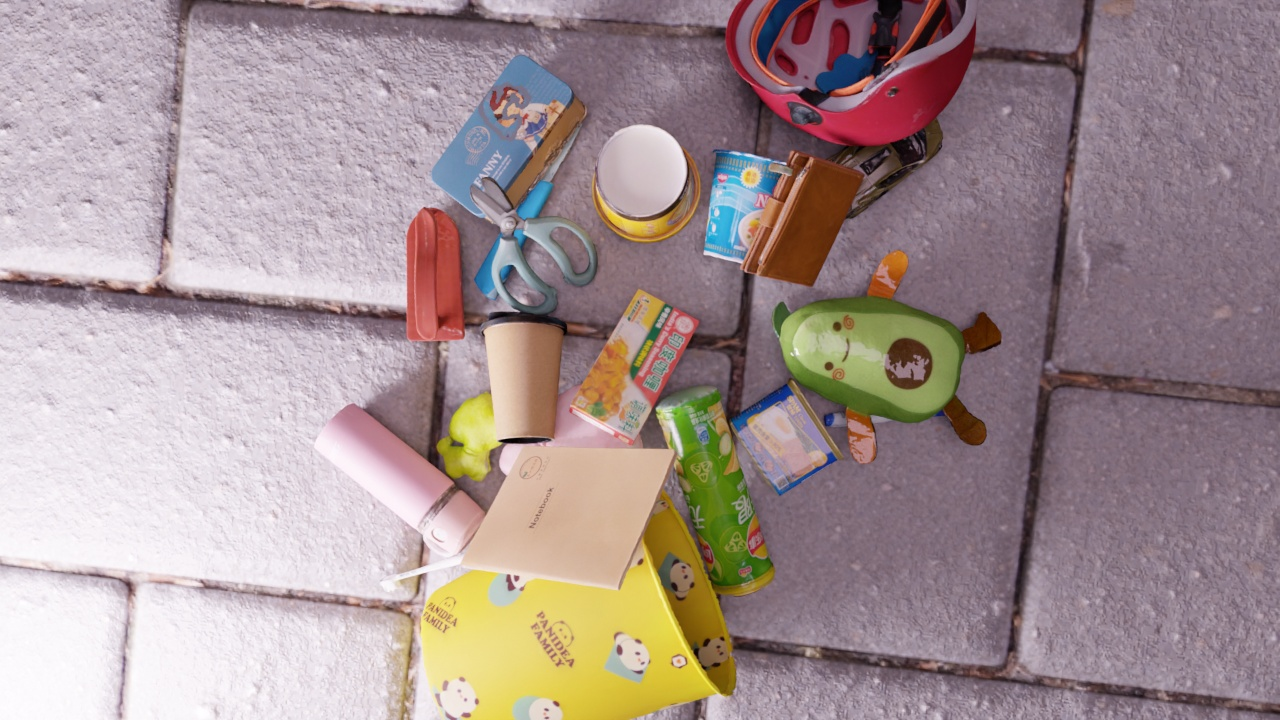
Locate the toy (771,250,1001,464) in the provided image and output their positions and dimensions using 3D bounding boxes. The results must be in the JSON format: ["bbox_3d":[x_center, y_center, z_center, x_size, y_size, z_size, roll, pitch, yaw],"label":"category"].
[{"bbox_3d":[0.258,-0.002,0.963,0.247,0.090,0.226,11,83,-1],"label":"toy"}]

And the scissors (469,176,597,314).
[{"bbox_3d":[-0.112,-0.135,0.977,0.143,0.019,0.180,-27,121,-2],"label":"scissors"}]

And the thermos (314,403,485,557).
[{"bbox_3d":[-0.266,0.139,1.017,0.198,0.067,0.087,39,125,0],"label":"thermos"}]

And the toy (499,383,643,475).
[{"bbox_3d":[-0.075,0.097,1.003,0.159,0.054,0.121,-29,80,7],"label":"toy"}]

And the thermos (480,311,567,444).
[{"bbox_3d":[-0.123,0.015,0.975,0.093,0.093,0.143,-3,79,3],"label":"thermos"}]

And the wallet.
[{"bbox_3d":[0.163,-0.142,0.933,0.119,0.035,0.131,7,115,-38],"label":"wallet"}]

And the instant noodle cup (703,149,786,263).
[{"bbox_3d":[0.113,-0.158,0.971,0.099,0.099,0.110,12,100,3],"label":"instant noodle cup"}]

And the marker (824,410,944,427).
[{"bbox_3d":[0.274,0.059,1.000,0.146,0.017,0.017,-6,91,4],"label":"marker"}]

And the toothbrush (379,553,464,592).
[{"bbox_3d":[-0.219,0.228,1.003,0.180,0.016,0.016,-22,100,28],"label":"toothbrush"}]

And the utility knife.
[{"bbox_3d":[-0.123,-0.169,1.016,0.034,0.018,0.218,30,93,18],"label":"utility knife"}]

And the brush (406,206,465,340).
[{"bbox_3d":[-0.225,-0.094,1.000,0.063,0.069,0.146,-1,92,2],"label":"brush"}]

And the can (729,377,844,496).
[{"bbox_3d":[0.155,0.083,0.988,0.083,0.057,0.102,-33,89,6],"label":"can"}]

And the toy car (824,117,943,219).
[{"bbox_3d":[0.253,-0.214,0.982,0.158,0.042,0.070,-38,90,1],"label":"toy car"}]

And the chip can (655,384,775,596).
[{"bbox_3d":[0.079,0.135,0.973,0.072,0.072,0.221,-18,97,4],"label":"chip can"}]

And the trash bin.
[{"bbox_3d":[-0.064,0.271,0.933,0.255,0.229,0.229,-25,90,10],"label":"trash bin"}]

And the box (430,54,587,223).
[{"bbox_3d":[-0.144,-0.230,0.989,0.090,0.061,0.184,36,91,16],"label":"box"}]

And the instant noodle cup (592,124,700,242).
[{"bbox_3d":[0.003,-0.188,0.961,0.118,0.114,0.118,0,91,4],"label":"instant noodle cup"}]

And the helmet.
[{"bbox_3d":[0.218,-0.305,0.927,0.240,0.144,0.206,10,68,31],"label":"helmet"}]

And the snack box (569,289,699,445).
[{"bbox_3d":[-0.006,0.006,0.981,0.077,0.027,0.155,28,69,2],"label":"snack box"}]

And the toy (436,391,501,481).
[{"bbox_3d":[-0.185,0.084,1.018,0.097,0.031,0.100,2,88,22],"label":"toy"}]

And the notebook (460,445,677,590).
[{"bbox_3d":[-0.072,0.146,0.891,0.208,0.008,0.147,-3,49,39],"label":"notebook"}]
